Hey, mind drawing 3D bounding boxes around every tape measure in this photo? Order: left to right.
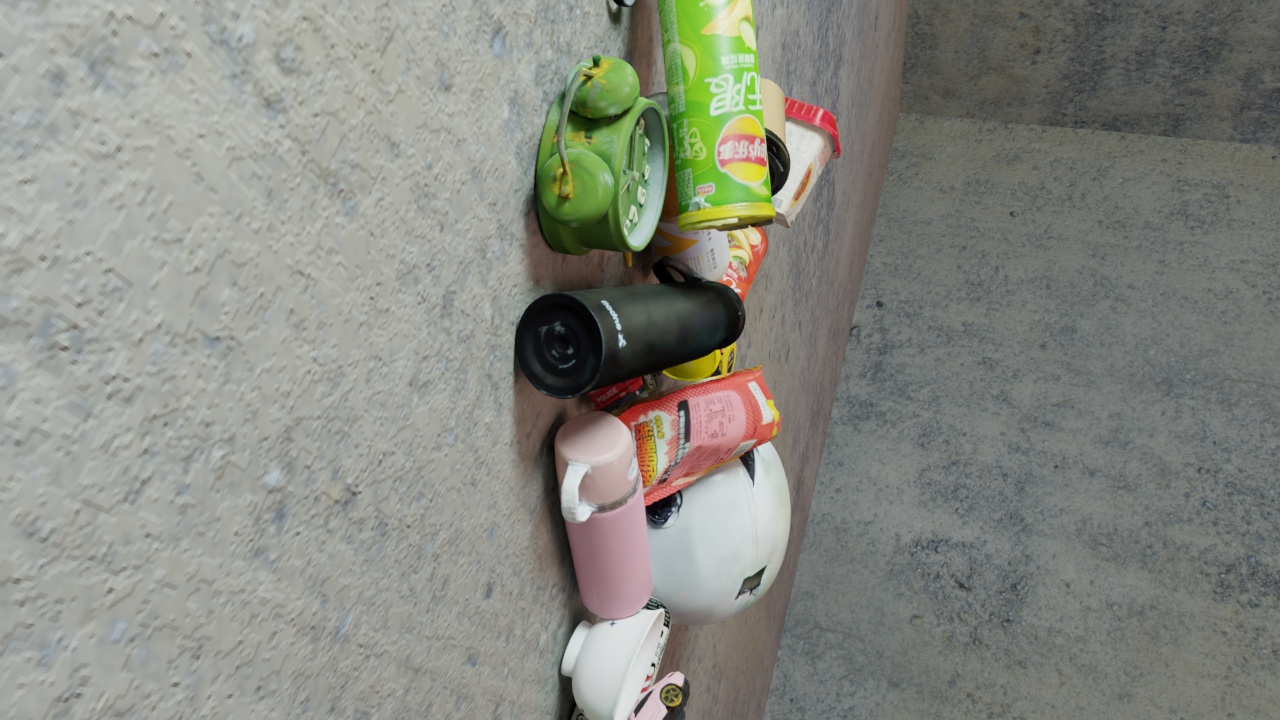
[{"bbox_3d":[0.097,-0.001,1.124,0.059,0.029,0.057,-47,143,-60],"label":"tape measure"}]

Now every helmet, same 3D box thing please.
[{"bbox_3d":[0.090,0.169,1.003,0.229,0.146,0.258,9,91,-73],"label":"helmet"}]

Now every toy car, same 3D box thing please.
[{"bbox_3d":[-0.004,0.004,0.762,0.045,0.053,0.120,58,27,-4],"label":"toy car"},{"bbox_3d":[0.004,0.330,0.811,0.122,0.037,0.056,-49,148,-29],"label":"toy car"}]

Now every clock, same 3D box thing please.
[{"bbox_3d":[-0.026,-0.131,0.607,0.161,0.056,0.116,40,60,-70],"label":"clock"}]

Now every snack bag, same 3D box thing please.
[{"bbox_3d":[0.037,0.073,0.844,0.207,0.073,0.129,-18,129,-39],"label":"snack bag"}]

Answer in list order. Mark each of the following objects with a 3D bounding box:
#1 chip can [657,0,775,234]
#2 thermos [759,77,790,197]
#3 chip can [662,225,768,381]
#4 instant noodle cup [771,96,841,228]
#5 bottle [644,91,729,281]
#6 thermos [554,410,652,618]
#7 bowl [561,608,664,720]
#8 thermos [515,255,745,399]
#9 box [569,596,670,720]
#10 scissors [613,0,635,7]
[{"bbox_3d":[0.051,-0.205,0.657,0.072,0.073,0.221,-16,101,-71],"label":"chip can"},{"bbox_3d":[0.114,-0.232,0.953,0.093,0.093,0.143,82,18,-46],"label":"thermos"},{"bbox_3d":[0.074,-0.070,0.937,0.215,0.073,0.073,-60,154,-47],"label":"chip can"},{"bbox_3d":[0.160,-0.231,1.072,0.124,0.117,0.116,-67,163,1],"label":"instant noodle cup"},{"bbox_3d":[0.032,-0.137,0.768,0.190,0.068,0.067,72,33,-52],"label":"bottle"},{"bbox_3d":[-0.031,0.133,0.729,0.199,0.067,0.087,85,21,-44],"label":"thermos"},{"bbox_3d":[-0.030,0.263,0.803,0.118,0.065,0.118,20,89,-76],"label":"bowl"},{"bbox_3d":[-0.001,-0.032,0.686,0.069,0.090,0.242,-38,169,27],"label":"thermos"},{"bbox_3d":[-0.019,0.297,0.873,0.052,0.068,0.163,110,1,-52],"label":"box"},{"bbox_3d":[-0.011,-0.323,0.613,0.164,0.014,0.163,11,89,-74],"label":"scissors"}]
